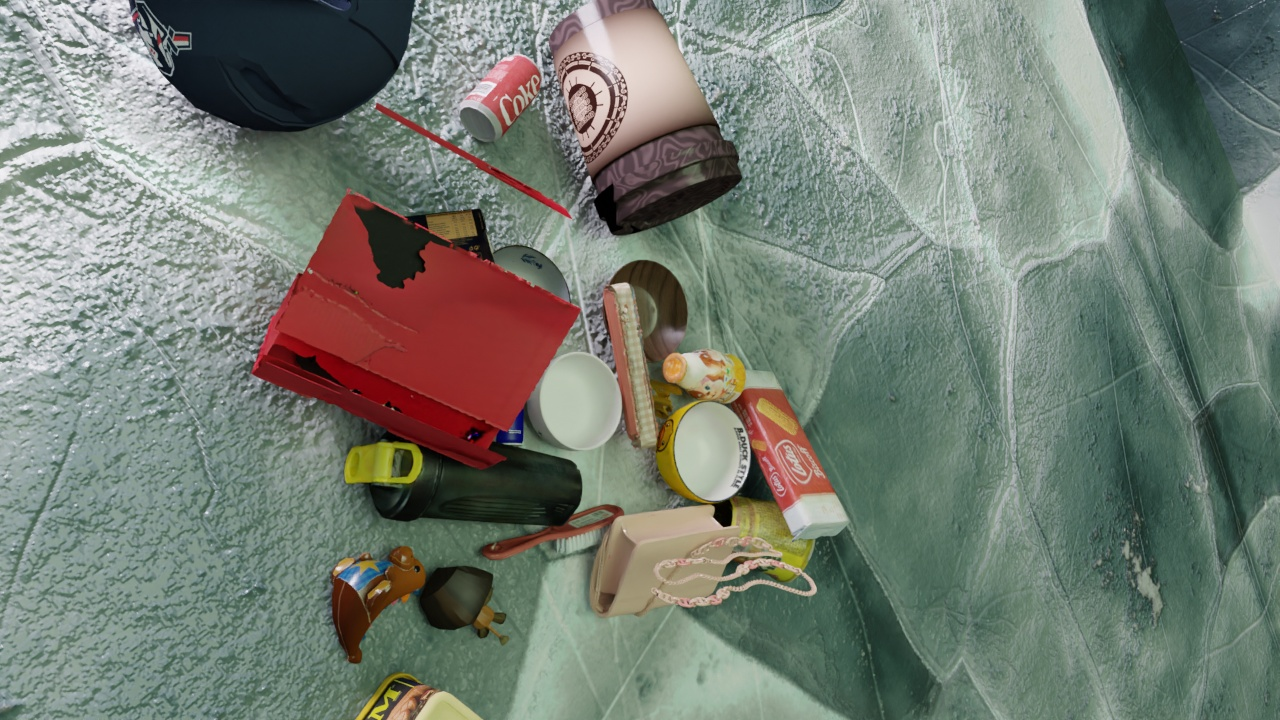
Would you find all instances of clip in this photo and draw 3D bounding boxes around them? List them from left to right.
[{"bbox_3d":[0.021,0.048,1.068,0.045,0.054,0.049,-15,116,-57],"label":"clip"}]

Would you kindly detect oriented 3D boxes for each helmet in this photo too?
[{"bbox_3d":[-0.322,-0.305,0.760,0.271,0.232,0.223,0,120,-57],"label":"helmet"}]

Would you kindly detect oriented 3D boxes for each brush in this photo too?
[{"bbox_3d":[-0.089,0.189,0.965,0.172,0.041,0.030,-12,107,-37],"label":"brush"}]

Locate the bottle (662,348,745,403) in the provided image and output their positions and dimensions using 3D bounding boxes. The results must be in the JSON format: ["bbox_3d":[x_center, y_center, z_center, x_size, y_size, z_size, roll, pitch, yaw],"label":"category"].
[{"bbox_3d":[0.075,0.016,1.091,0.109,0.063,0.063,13,74,-43],"label":"bottle"}]

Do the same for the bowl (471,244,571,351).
[{"bbox_3d":[-0.133,-0.061,0.969,0.114,0.045,0.114,7,78,-35],"label":"bowl"}]

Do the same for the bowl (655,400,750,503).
[{"bbox_3d":[0.064,0.108,1.070,0.117,0.068,0.117,7,77,-35],"label":"bowl"}]

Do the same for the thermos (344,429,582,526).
[{"bbox_3d":[-0.163,0.114,0.888,0.220,0.098,0.098,16,73,-37],"label":"thermos"}]

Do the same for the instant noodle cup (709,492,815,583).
[{"bbox_3d":[0.137,0.206,1.095,0.108,0.102,0.102,19,71,-23],"label":"instant noodle cup"}]

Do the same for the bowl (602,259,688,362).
[{"bbox_3d":[-0.001,-0.056,1.070,0.119,0.032,0.119,2,86,-34],"label":"bowl"}]

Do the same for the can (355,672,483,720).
[{"bbox_3d":[-0.210,0.352,0.802,0.075,0.105,0.135,47,58,-20],"label":"can"}]

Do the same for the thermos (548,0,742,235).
[{"bbox_3d":[-0.003,-0.278,1.034,0.172,0.173,0.226,-21,88,-37],"label":"thermos"}]

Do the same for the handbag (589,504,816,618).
[{"bbox_3d":[0.048,0.247,0.960,0.198,0.187,0.117,1,114,-40],"label":"handbag"}]

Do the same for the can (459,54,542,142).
[{"bbox_3d":[-0.150,-0.284,0.991,0.054,0.054,0.096,45,59,-22],"label":"can"}]

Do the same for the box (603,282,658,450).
[{"bbox_3d":[-0.006,0.006,1.009,0.078,0.054,0.187,-23,104,-69],"label":"box"}]

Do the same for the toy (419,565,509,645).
[{"bbox_3d":[-0.164,0.240,0.889,0.076,0.062,0.100,-39,116,4],"label":"toy"}]

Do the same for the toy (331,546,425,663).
[{"bbox_3d":[-0.240,0.226,0.849,0.090,0.071,0.103,-12,112,-50],"label":"toy"}]

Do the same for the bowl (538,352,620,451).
[{"bbox_3d":[-0.076,0.046,0.988,0.104,0.054,0.105,6,80,-34],"label":"bowl"}]

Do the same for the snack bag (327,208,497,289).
[{"bbox_3d":[-0.222,-0.106,0.899,0.155,0.018,0.074,-10,81,-20],"label":"snack bag"}]

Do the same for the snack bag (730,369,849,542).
[{"bbox_3d":[0.172,0.109,1.108,0.077,0.041,0.225,3,49,-37],"label":"snack bag"}]

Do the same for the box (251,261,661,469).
[{"bbox_3d":[-0.171,0.012,0.704,0.211,0.410,0.107,27,80,-23],"label":"box"}]
